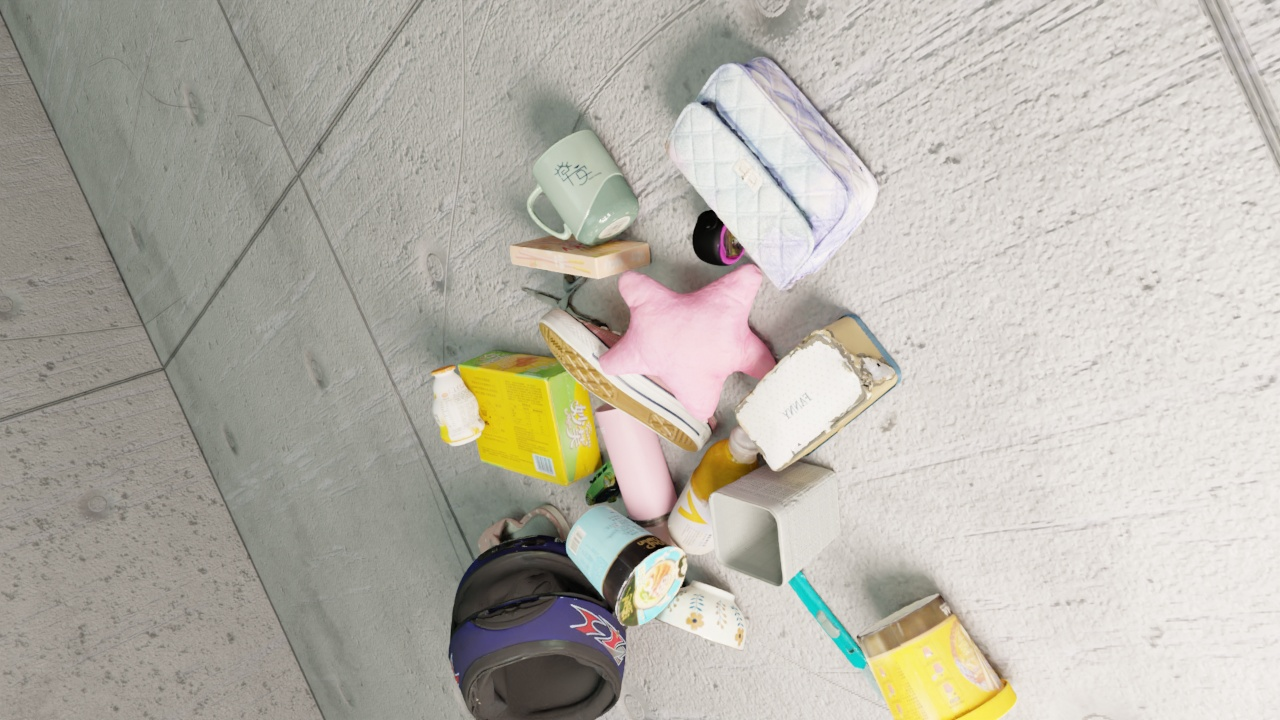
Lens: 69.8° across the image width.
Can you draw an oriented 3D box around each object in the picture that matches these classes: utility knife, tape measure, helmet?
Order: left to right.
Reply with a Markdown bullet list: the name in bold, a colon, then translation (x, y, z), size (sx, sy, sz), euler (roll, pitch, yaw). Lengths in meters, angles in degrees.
- **helmet**: translation (-0.147, 0.359, 1.261), size (0.316, 0.247, 0.240), euler (75, 177, -51)
- **tape measure**: translation (0.082, -0.124, 0.925), size (0.039, 0.056, 0.058), euler (19, 114, 41)
- **utility knife**: translation (0.216, 0.300, 1.027), size (0.196, 0.013, 0.029), euler (51, 139, 16)

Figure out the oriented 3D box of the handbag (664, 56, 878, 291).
- **handbag**: translation (0.114, -0.175, 0.850), size (0.194, 0.075, 0.135), euler (53, 139, 15)

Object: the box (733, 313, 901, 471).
- **box**: translation (0.168, 0.038, 0.912), size (0.089, 0.063, 0.185), euler (56, 142, 12)

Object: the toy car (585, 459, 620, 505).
- **toy car**: translation (-0.041, 0.162, 1.217), size (0.091, 0.043, 0.036), euler (-53, 53, 38)

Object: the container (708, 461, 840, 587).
- **container**: translation (0.145, 0.161, 0.956), size (0.090, 0.114, 0.090), euler (12, 118, 44)

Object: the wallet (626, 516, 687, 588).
- **wallet**: translation (0.006, 0.267, 1.240), size (0.097, 0.019, 0.121), euler (-38, 79, 48)

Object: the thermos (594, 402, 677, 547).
- **thermos**: translation (0.002, 0.143, 1.152), size (0.087, 0.067, 0.198), euler (-148, 39, -77)

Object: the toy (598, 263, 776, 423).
- **toy**: translation (0.047, -0.014, 0.981), size (0.195, 0.074, 0.179), euler (-4, 107, 16)

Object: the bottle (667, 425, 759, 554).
- **bottle**: translation (0.088, 0.148, 1.048), size (0.068, 0.067, 0.190), euler (45, 136, 23)

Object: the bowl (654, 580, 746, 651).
- **bowl**: translation (0.081, 0.309, 1.128), size (0.114, 0.113, 0.062), euler (8, 72, 46)

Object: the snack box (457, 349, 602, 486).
- **snack box**: translation (-0.155, 0.075, 1.278), size (0.210, 0.069, 0.158), euler (7, 114, 46)

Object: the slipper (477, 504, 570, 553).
- **slipper**: translation (-0.194, 0.302, 1.448), size (0.275, 0.054, 0.114), euler (-37, 80, 49)

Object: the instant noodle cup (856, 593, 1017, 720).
- **instant noodle cup**: translation (0.277, 0.298, 0.885), size (0.114, 0.118, 0.119), euler (61, 141, 16)

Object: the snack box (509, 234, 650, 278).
- **snack box**: translation (-0.073, -0.124, 1.075), size (0.157, 0.084, 0.026), euler (13, 115, 44)

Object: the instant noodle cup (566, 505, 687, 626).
- **instant noodle cup**: translation (-0.023, 0.237, 1.097), size (0.120, 0.111, 0.111), euler (34, 131, 38)

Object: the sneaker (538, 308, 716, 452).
- **sneaker**: translation (-0.006, 0.006, 1.068), size (0.241, 0.087, 0.118), euler (35, 158, 6)

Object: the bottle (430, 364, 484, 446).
- **bottle**: translation (-0.260, 0.062, 1.281), size (0.063, 0.063, 0.108), euler (-5, 104, 49)

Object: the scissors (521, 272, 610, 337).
- **scissors**: translation (-0.097, -0.068, 1.189), size (0.159, 0.014, 0.182), euler (51, 141, 19)

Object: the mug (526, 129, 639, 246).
- **mug**: translation (-0.070, -0.182, 1.027), size (0.112, 0.082, 0.106), euler (-34, 84, 7)
